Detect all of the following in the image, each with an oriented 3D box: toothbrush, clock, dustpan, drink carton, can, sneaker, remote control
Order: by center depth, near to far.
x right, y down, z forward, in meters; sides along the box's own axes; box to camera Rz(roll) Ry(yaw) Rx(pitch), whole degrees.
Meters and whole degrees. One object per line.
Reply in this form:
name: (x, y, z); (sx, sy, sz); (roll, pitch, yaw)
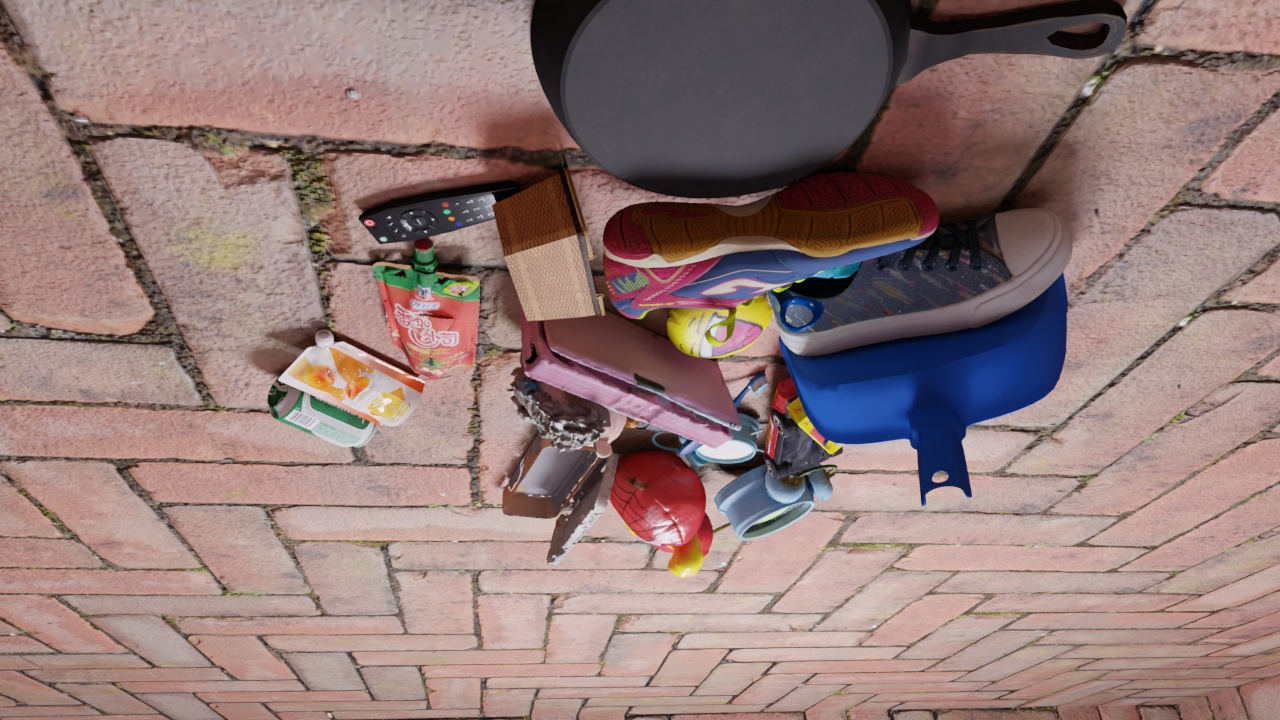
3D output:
sneaker: (0.093, -0.079, 0.671); (0.242, 0.116, 0.091); (-7, 132, -2)
remote control: (-0.144, -0.110, 0.679); (0.125, 0.010, 0.039); (-10, 149, 12)
dustpan: (0.219, 0.020, 0.705); (0.246, 0.257, 0.059); (-15, 109, 20)
sneaker: (0.207, -0.069, 0.713); (0.236, 0.087, 0.079); (-17, 136, 26)
drink carton: (-0.269, 0.019, 0.861); (0.069, 0.039, 0.122); (-43, 136, 14)
can: (-0.309, 0.048, 0.894); (0.053, 0.053, 0.101); (-22, 144, 29)
toothbrush: (0.084, 0.059, 0.943); (0.021, 0.016, 0.133); (22, 123, -39)
clock: (0.074, 0.084, 1.008); (0.123, 0.041, 0.087); (-2, 150, 10)
clock: (0.162, 0.157, 1.088); (0.117, 0.060, 0.162); (2, 145, -44)

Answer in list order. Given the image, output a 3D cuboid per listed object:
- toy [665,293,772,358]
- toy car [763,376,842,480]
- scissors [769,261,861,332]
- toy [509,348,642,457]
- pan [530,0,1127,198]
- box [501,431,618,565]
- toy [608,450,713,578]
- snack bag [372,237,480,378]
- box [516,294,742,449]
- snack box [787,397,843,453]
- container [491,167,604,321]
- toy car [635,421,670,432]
toy: (0.068, -0.035, 0.795); (0.094, 0.041, 0.096); (-1, 147, -10)
toy car: (0.171, 0.067, 0.951); (0.081, 0.056, 0.190); (-19, 148, -7)
scissors: (0.098, -0.053, 0.701); (0.134, 0.103, 0.015); (-4, 135, 31)
toy: (-0.056, 0.035, 0.843); (0.076, 0.132, 0.175); (-35, 155, 23)
pan: (0.113, -0.179, 0.550); (0.356, 0.043, 0.249); (-3, 150, 1)
box: (-0.102, 0.150, 1.069); (0.108, 0.094, 0.217); (29, 144, -5)
toy: (0.025, 0.175, 1.087); (0.147, 0.098, 0.216); (33, 162, 25)
snack bag: (-0.176, -0.046, 0.768); (0.087, 0.044, 0.155); (11, 143, -2)
box: (-0.004, 0.003, 0.808); (0.232, 0.097, 0.046); (25, 133, -37)
snack box: (0.216, 0.020, 0.855); (0.152, 0.025, 0.075); (-40, 135, 11)
container: (-0.067, -0.078, 0.677); (0.061, 0.063, 0.114); (-15, 150, -3)
toy car: (0.017, 0.054, 0.941); (0.091, 0.042, 0.036); (6, 146, -15)
